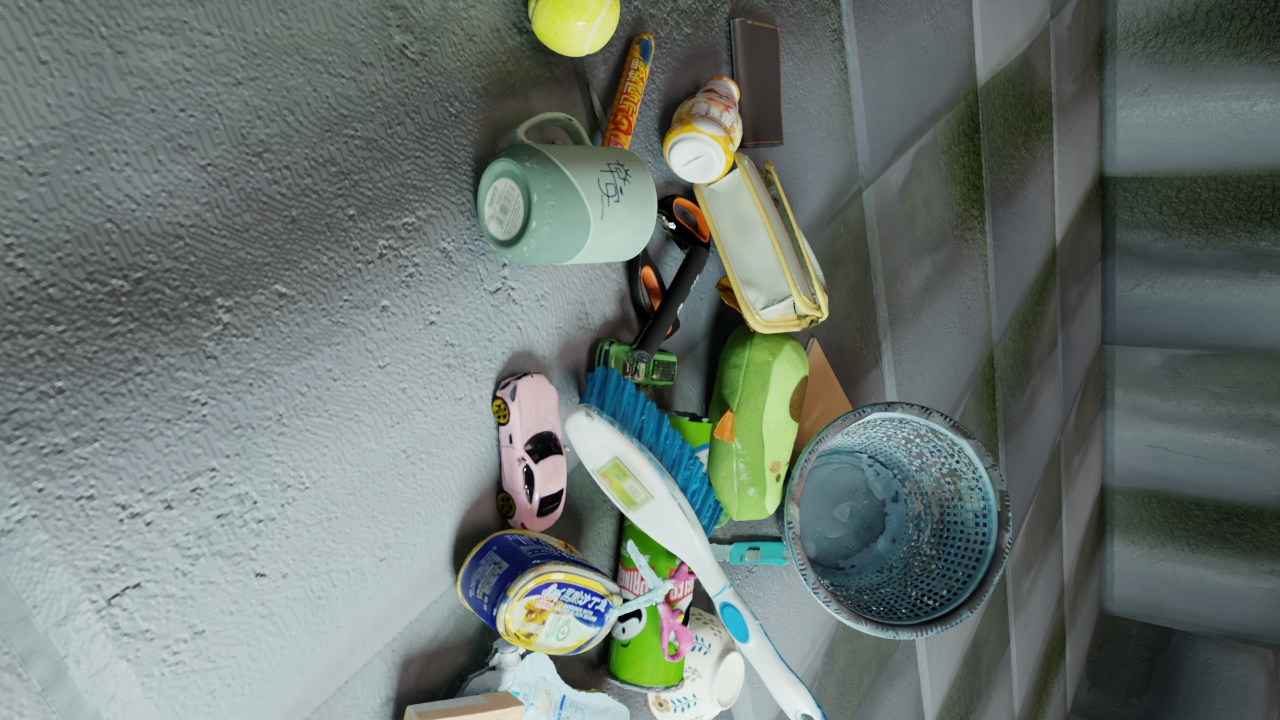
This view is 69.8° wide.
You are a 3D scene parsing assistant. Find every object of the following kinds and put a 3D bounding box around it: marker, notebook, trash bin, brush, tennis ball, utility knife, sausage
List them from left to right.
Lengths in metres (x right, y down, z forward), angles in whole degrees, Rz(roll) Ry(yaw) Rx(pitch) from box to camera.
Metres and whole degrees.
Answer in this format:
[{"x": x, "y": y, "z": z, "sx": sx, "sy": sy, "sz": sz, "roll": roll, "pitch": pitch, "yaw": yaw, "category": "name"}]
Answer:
[{"x": -0.047, "y": -0.251, "z": 0.654, "sx": 0.065, "sy": 0.066, "sz": 0.065, "roll": -11, "pitch": 104, "yaw": -53, "category": "tennis ball"}, {"x": -0.012, "y": -0.201, "z": 0.733, "sx": 0.021, "sy": 0.021, "sz": 0.164, "roll": 42, "pitch": 54, "yaw": -48, "category": "sausage"}, {"x": 0.026, "y": -0.050, "z": 0.782, "sx": 0.022, "sy": 0.020, "sz": 0.131, "roll": 39, "pitch": 54, "yaw": -13, "category": "marker"}, {"x": 0.047, "y": 0.146, "z": 0.710, "sx": 0.314, "sy": 0.061, "sz": 0.109, "roll": 50, "pitch": 23, "yaw": -7, "category": "brush"}, {"x": 0.119, "y": 0.211, "z": 0.997, "sx": 0.209, "sy": 0.013, "sz": 0.029, "roll": 16, "pitch": 82, "yaw": -54, "category": "utility knife"}, {"x": 0.222, "y": 0.091, "z": 1.126, "sx": 0.208, "sy": 0.008, "sz": 0.147, "roll": 52, "pitch": 55, "yaw": -44, "category": "notebook"}, {"x": 0.239, "y": 0.166, "z": 0.973, "sx": 0.195, "sy": 0.226, "sz": 0.226, "roll": 126, "pitch": -22, "yaw": -79, "category": "trash bin"}]

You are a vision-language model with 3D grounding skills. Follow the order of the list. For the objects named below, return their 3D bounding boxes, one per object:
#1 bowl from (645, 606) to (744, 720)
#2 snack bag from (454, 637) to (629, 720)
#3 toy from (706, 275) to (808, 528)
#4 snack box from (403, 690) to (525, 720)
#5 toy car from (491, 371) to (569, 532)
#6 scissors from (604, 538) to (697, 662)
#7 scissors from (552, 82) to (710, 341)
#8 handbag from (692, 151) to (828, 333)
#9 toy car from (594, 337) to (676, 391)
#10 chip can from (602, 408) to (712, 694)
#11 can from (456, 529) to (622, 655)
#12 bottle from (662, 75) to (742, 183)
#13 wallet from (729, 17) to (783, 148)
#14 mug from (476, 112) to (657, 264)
[{"x": 0.062, "y": 0.302, "z": 0.892, "sx": 0.113, "sy": 0.062, "sz": 0.113, "roll": -9, "pitch": 101, "yaw": -54, "category": "bowl"}, {"x": -0.082, "y": 0.288, "z": 0.708, "sx": 0.110, "sy": 0.039, "sz": 0.191, "roll": -52, "pitch": 133, "yaw": -12, "category": "snack bag"}, {"x": 0.113, "y": 0.044, "z": 0.898, "sx": 0.226, "sy": 0.090, "sz": 0.247, "roll": 1, "pitch": 95, "yaw": -61, "category": "toy"}, {"x": -0.133, "y": 0.308, "z": 0.625, "sx": 0.084, "sy": 0.026, "sz": 0.157, "roll": 9, "pitch": 95, "yaw": -42, "category": "snack box"}, {"x": -0.079, "y": 0.069, "z": 0.684, "sx": 0.056, "sy": 0.037, "sz": 0.122, "roll": -17, "pitch": 108, "yaw": -54, "category": "toy car"}, {"x": 0.021, "y": 0.183, "z": 0.739, "sx": 0.128, "sy": 0.017, "sz": 0.133, "roll": -49, "pitch": 127, "yaw": -31, "category": "scissors"}, {"x": 0.001, "y": -0.123, "z": 0.784, "sx": 0.221, "sy": 0.022, "sz": 0.221, "roll": -24, "pitch": 108, "yaw": -53, "category": "scissors"}, {"x": 0.137, "y": -0.111, "z": 0.883, "sx": 0.178, "sy": 0.063, "sz": 0.163, "roll": -2, "pitch": 70, "yaw": -59, "category": "handbag"}, {"x": -0.005, "y": 0.005, "z": 0.779, "sx": 0.091, "sy": 0.036, "sz": 0.043, "roll": 5, "pitch": 93, "yaw": -50, "category": "toy car"}, {"x": 0.016, "y": 0.161, "z": 0.799, "sx": 0.072, "sy": 0.072, "sz": 0.236, "roll": 9, "pitch": 87, "yaw": -54, "category": "chip can"}, {"x": -0.071, "y": 0.173, "z": 0.679, "sx": 0.074, "sy": 0.049, "sz": 0.148, "roll": -57, "pitch": 144, "yaw": -5, "category": "can"}, {"x": 0.060, "y": -0.208, "z": 0.814, "sx": 0.063, "sy": 0.063, "sz": 0.108, "roll": 59, "pitch": 38, "yaw": -40, "category": "bottle"}, {"x": 0.120, "y": -0.276, "z": 0.923, "sx": 0.096, "sy": 0.020, "sz": 0.122, "roll": -22, "pitch": 112, "yaw": -56, "category": "wallet"}, {"x": -0.057, "y": -0.123, "z": 0.647, "sx": 0.106, "sy": 0.082, "sz": 0.111, "roll": -9, "pitch": 81, "yaw": -44, "category": "mug"}]
